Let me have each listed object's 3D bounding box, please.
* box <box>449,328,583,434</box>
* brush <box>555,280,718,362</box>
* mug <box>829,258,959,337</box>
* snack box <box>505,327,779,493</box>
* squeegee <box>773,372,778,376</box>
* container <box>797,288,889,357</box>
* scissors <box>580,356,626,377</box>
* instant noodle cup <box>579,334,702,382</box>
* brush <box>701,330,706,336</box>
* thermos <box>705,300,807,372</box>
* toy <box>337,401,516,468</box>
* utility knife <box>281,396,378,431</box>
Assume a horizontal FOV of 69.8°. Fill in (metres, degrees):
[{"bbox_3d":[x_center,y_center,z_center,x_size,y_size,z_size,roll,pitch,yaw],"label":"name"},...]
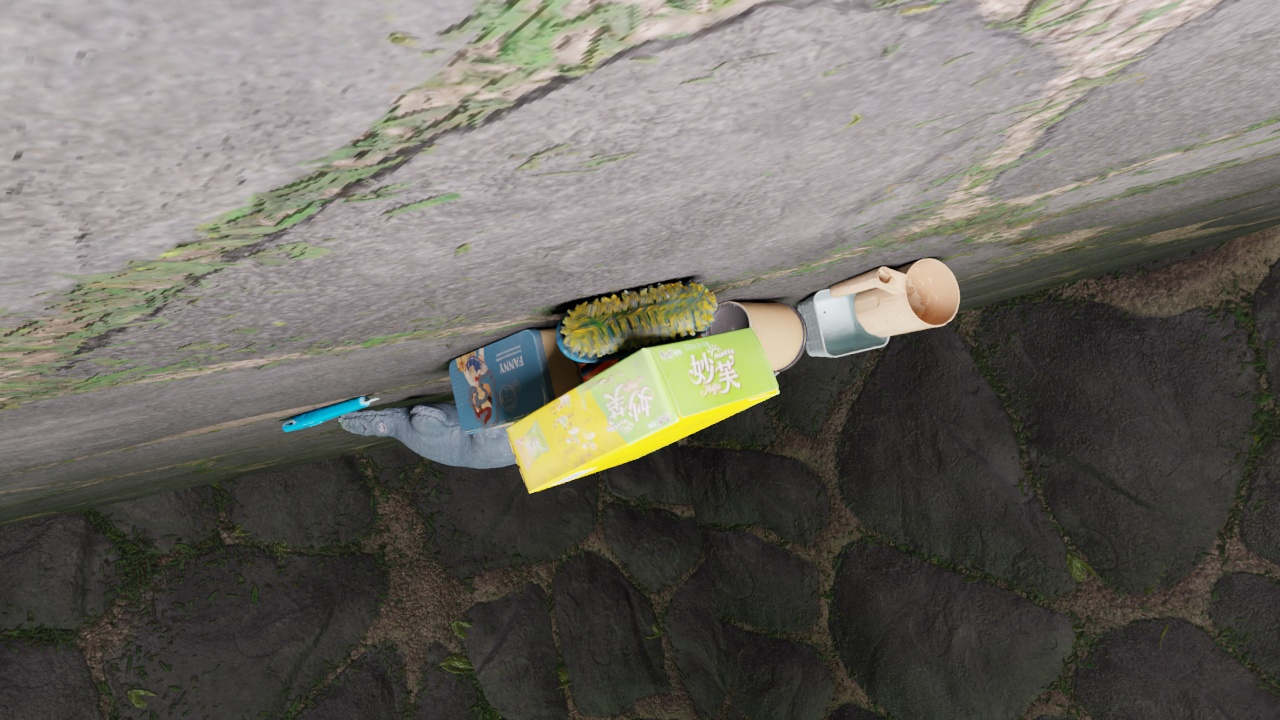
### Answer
[{"bbox_3d":[-0.127,0.021,0.959,0.059,0.089,0.185,-10,172,-41],"label":"box"},{"bbox_3d":[-0.005,-0.033,0.811,0.143,0.055,0.073,-14,174,-10],"label":"brush"},{"bbox_3d":[0.312,-0.080,1.138,0.124,0.084,0.104,15,167,-21],"label":"mug"},{"bbox_3d":[0.000,0.047,0.854,0.157,0.070,0.211,-11,166,-47],"label":"snack box"},{"bbox_3d":[0.186,-0.037,1.337,0.246,0.039,0.247,-12,-163,-38],"label":"squeegee"},{"bbox_3d":[0.270,-0.052,1.249,0.090,0.090,0.111,-12,179,-5],"label":"container"},{"bbox_3d":[-0.012,-0.008,0.932,0.170,0.012,0.147,-14,138,25],"label":"scissors"},{"bbox_3d":[-0.006,0.006,1.067,0.164,0.079,0.188,-7,-172,2],"label":"instant noodle cup"},{"bbox_3d":[0.060,-0.016,1.222,0.069,0.063,0.146,5,168,-32],"label":"brush"},{"bbox_3d":[0.140,-0.033,1.123,0.093,0.093,0.143,-16,168,33],"label":"thermos"},{"bbox_3d":[-0.265,0.111,1.362,0.356,0.091,0.138,7,169,7],"label":"toy"},{"bbox_3d":[-0.404,0.068,1.207,0.167,0.018,0.034,-17,174,27],"label":"utility knife"}]
